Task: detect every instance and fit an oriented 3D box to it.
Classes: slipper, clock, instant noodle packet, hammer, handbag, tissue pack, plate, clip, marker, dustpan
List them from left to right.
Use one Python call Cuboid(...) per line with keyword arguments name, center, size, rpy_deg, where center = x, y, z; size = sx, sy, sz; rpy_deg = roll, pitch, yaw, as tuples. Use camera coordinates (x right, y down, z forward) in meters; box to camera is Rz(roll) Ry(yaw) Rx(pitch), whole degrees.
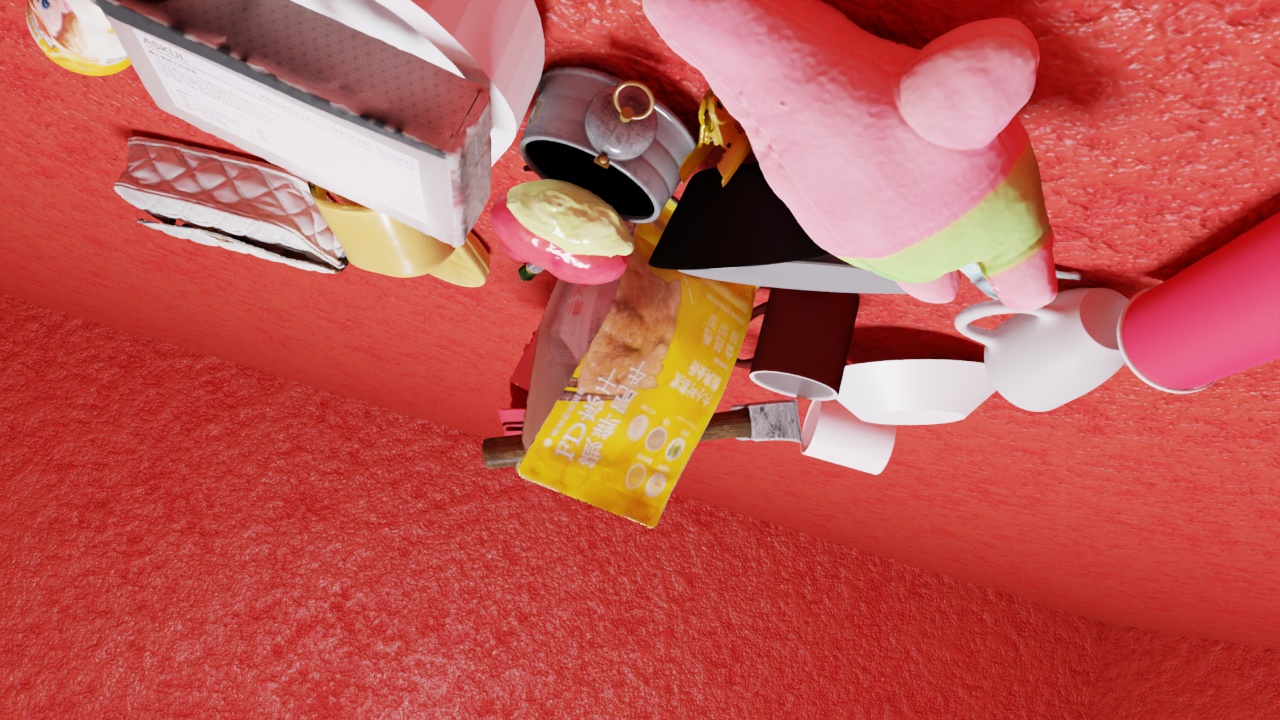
Cuboid(name="handbag", center=(-0.386, -0.140, 0.874), size=(0.195, 0.072, 0.139), rpy_deg=(14, 168, 9))
Cuboid(name="tissue pack", center=(-0.159, -0.133, 0.456), size=(0.181, 0.071, 0.104), rpy_deg=(21, 160, 0))
Cuboid(name="dustpan", center=(-0.156, -0.166, 0.496), size=(0.191, 0.053, 0.258), rpy_deg=(25, 163, -17))
Cuboid(name="slipper", center=(-0.211, -0.108, 0.794), size=(0.099, 0.078, 0.263), rpy_deg=(14, 167, 18))
Cuboid(name="marker", center=(-0.085, -0.093, 0.836), size=(0.017, 0.017, 0.147), rpy_deg=(20, 167, -19))
Cuboid(name="clock", center=(-0.017, -0.127, 0.528), size=(0.104, 0.056, 0.148), rpy_deg=(27, 170, -9))
Cuboid(name="instant noodle packet", center=(-0.004, 0.004, 0.700), size=(0.084, 0.221, 0.163), rpy_deg=(9, 165, 41))
Cuboid(name="hammer", center=(-0.004, 0.072, 0.861), size=(0.300, 0.037, 0.218), rpy_deg=(-7, 177, -1))
Cuboid(name="clip", center=(0.044, -0.124, 0.507), size=(0.048, 0.054, 0.046), rpy_deg=(41, 141, -6))
Cuboid(name="plate", center=(0.113, -0.061, 0.622), size=(0.178, 0.012, 0.178), rpy_deg=(5, 180, 0))
Cuboid(name="plate", center=(0.250, 0.035, 0.847), size=(0.174, 0.036, 0.174), rpy_deg=(2, 168, 0))

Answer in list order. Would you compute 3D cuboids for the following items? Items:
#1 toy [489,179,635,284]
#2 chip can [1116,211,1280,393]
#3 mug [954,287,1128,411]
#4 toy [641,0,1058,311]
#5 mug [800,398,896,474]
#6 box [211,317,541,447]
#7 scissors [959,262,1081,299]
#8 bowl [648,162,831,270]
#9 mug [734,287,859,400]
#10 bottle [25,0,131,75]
Cuboid(name="toy", center=(-0.050, -0.078, 0.576), size=(0.091, 0.045, 0.135), rpy_deg=(24, 168, -10))
Cuboid(name="chip can", center=(0.328, -0.040, 0.460), size=(0.069, 0.069, 0.221), rpy_deg=(15, 167, 4))
Cuboid(name="mug", center=(0.273, -0.018, 0.621), size=(0.107, 0.071, 0.090), rpy_deg=(20, 158, -3))
Cuboid(name="toy", center=(0.097, -0.107, 0.425), size=(0.236, 0.096, 0.192), rpy_deg=(36, 169, -20))
Cuboid(name="mug", center=(0.243, 0.082, 1.094), size=(0.090, 0.074, 0.110), rpy_deg=(16, -167, -1))
Cuboid(name="box", center=(-0.196, 0.012, 0.900), size=(0.374, 0.148, 0.213), rpy_deg=(-8, 171, -8))
Cuboid(name="scissors", center=(0.200, -0.071, 0.605), size=(0.171, 0.013, 0.175), rpy_deg=(11, 167, 21))
Cuboid(name="bowl", center=(0.064, -0.091, 0.550), size=(0.124, 0.052, 0.124), rpy_deg=(-6, -167, 1))
Cuboid(name="mug", center=(0.120, -0.019, 0.758), size=(0.106, 0.082, 0.073), rpy_deg=(7, 165, 34))
Cuboid(name="bottle", center=(-0.316, -0.207, 0.530), size=(0.063, 0.063, 0.109), rpy_deg=(24, 164, -33))
